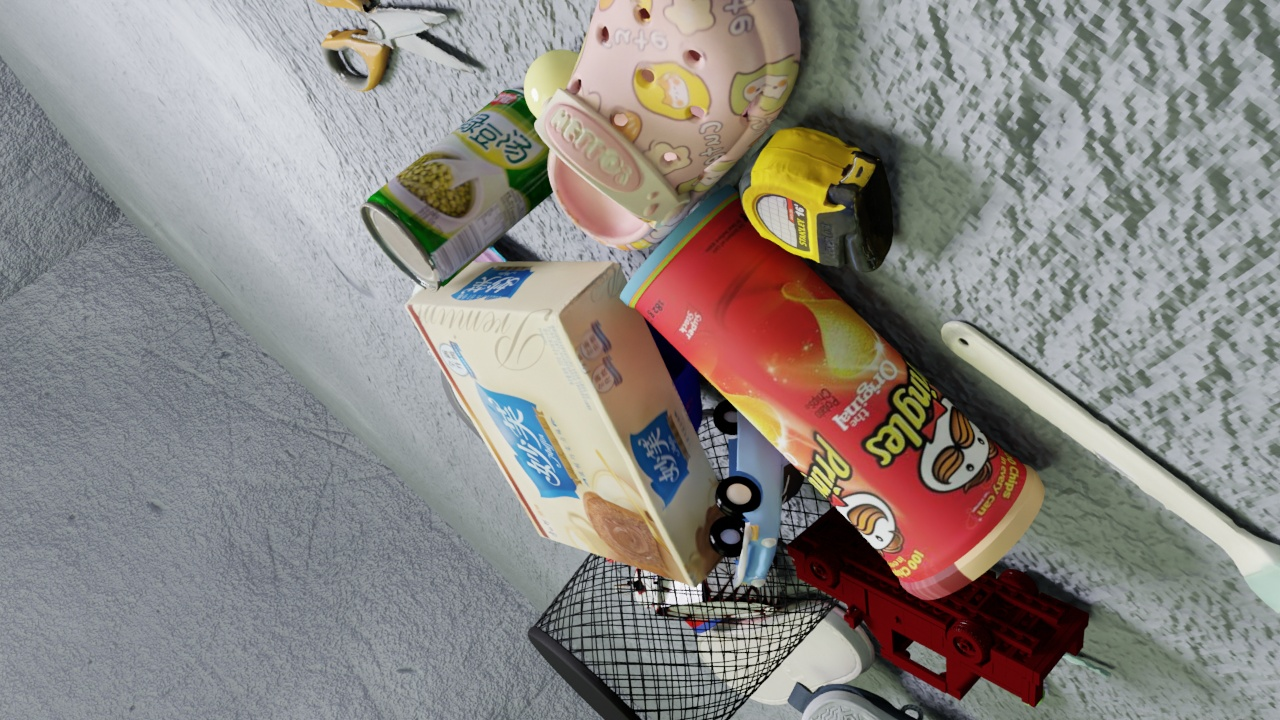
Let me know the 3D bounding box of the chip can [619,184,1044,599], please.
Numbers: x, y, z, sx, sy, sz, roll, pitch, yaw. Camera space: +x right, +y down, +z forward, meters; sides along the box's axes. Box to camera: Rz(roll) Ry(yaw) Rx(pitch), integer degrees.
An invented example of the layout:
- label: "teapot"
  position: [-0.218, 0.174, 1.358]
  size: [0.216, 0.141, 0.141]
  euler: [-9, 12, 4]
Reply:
- label: "chip can"
  position: [0.093, 0.015, 0.464]
  size: [0.213, 0.086, 0.087]
  euler: [45, 159, 3]

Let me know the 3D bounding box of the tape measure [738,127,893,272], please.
- label: "tape measure"
  position: [0.076, -0.073, 0.398]
  size: [0.064, 0.037, 0.065]
  euler: [26, 166, 30]

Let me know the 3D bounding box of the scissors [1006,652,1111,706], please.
- label: "scissors"
  position: [0.229, 0.176, 0.614]
  size: [0.173, 0.021, 0.171]
  euler: [20, 143, 55]

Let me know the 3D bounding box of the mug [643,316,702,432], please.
- label: "mug"
  position: [-0.004, 0.004, 0.653]
  size: [0.084, 0.079, 0.111]
  euler: [79, 169, -56]

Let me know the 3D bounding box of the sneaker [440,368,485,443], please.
- label: "sneaker"
  position: [-0.081, 0.066, 0.902]
  size: [0.256, 0.092, 0.161]
  euler: [51, 150, -13]

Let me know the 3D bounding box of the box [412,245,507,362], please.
- label: "box"
  position: [-0.120, -0.027, 0.777]
  size: [0.230, 0.061, 0.161]
  euler: [45, 141, 26]

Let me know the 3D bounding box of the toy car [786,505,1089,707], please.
- label: "toy car"
  position: [0.176, 0.150, 0.563]
  size: [0.170, 0.070, 0.062]
  euler: [21, 132, 45]

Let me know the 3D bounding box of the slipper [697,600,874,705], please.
- label: "slipper"
  position: [0.141, 0.281, 0.913]
  size: [0.114, 0.054, 0.275]
  euler: [48, 148, 1]

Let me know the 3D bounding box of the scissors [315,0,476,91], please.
- label: "scissors"
  position: [-0.191, -0.238, 0.618]
  size: [0.225, 0.016, 0.175]
  euler: [15, 144, 53]

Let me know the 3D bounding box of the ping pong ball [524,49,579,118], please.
- label: "ping pong ball"
  position: [-0.041, -0.143, 0.482]
  size: [0.040, 0.040, 0.040]
  euler: [38, 158, 18]

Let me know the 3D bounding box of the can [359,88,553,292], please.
- label: "can"
  position: [-0.101, -0.104, 0.553]
  size: [0.067, 0.120, 0.067]
  euler: [38, 159, 18]

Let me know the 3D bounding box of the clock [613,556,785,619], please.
- label: "clock"
  position: [0.050, 0.200, 0.846]
  size: [0.155, 0.065, 0.115]
  euler: [-7, 155, 16]

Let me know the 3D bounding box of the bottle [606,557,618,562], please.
- label: "bottle"
  position: [-0.013, 0.105, 0.806]
  size: [0.062, 0.062, 0.137]
  euler: [143, 119, -69]

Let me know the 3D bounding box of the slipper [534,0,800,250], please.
- label: "slipper"
  position: [-0.004, -0.101, 0.411]
  size: [0.093, 0.081, 0.198]
  euler: [40, 150, 2]

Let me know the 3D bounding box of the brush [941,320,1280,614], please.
- label: "brush"
  position: [0.222, 0.051, 0.399]
  size: [0.217, 0.012, 0.033]
  euler: [40, 160, 16]

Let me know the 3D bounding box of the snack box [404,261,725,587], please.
- label: "snack box"
  position: [-0.041, 0.038, 0.576]
  size: [0.153, 0.055, 0.207]
  euler: [6, 131, 44]

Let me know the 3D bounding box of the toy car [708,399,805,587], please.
- label: "toy car"
  position: [0.069, 0.054, 0.526]
  size: [0.055, 0.153, 0.056]
  euler: [4, 140, 2]

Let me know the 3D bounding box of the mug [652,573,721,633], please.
- label: "mug"
  position: [0.058, 0.224, 0.957]
  size: [0.076, 0.075, 0.112]
  euler: [45, -175, -1]

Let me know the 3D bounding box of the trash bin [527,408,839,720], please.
- label: "trash bin"
  position: [0.040, 0.175, 0.687]
  size: [0.184, 0.209, 0.184]
  euler: [38, 158, 18]

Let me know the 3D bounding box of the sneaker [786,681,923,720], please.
- label: "sneaker"
  position: [0.241, 0.352, 0.799]
  size: [0.235, 0.089, 0.087]
  euler: [27, 180, 7]
